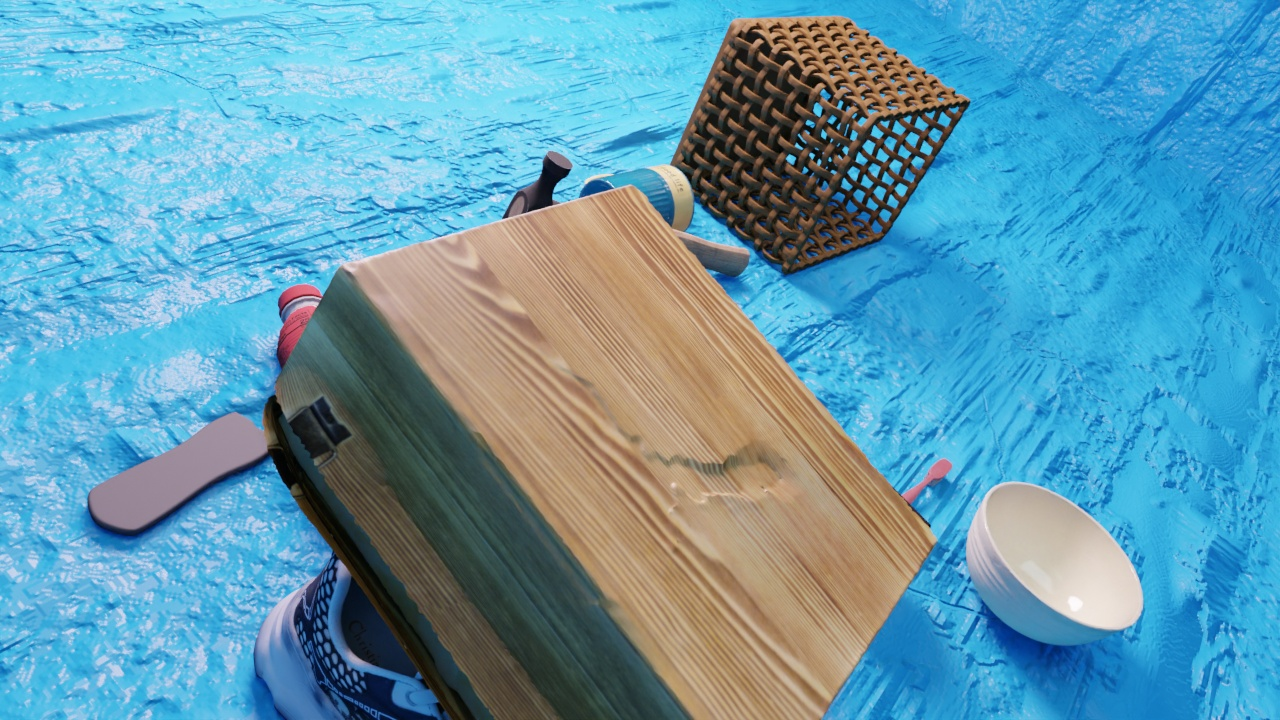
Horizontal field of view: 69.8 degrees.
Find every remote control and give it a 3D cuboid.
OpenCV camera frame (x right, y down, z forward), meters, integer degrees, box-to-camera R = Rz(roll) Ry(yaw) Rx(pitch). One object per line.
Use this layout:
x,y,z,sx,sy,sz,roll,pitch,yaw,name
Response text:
-0.308,0.076,0.619,0.046,0.009,0.124,35,39,12,remote control

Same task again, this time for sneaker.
-0.103,0.196,0.494,0.269,0.133,0.103,43,39,19,sneaker

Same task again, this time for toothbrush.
0.244,0.135,0.858,0.183,0.016,0.015,-25,60,-42,toothbrush

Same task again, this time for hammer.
-0.002,-0.122,0.955,0.304,0.133,0.040,7,40,-41,hammer

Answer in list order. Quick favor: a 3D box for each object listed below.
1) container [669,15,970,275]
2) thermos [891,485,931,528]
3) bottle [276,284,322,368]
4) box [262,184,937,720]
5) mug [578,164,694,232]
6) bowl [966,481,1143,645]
0.220,-0.280,1.156,0.250,0.220,0.214,-22,58,-44,container
0.143,0.096,0.785,0.085,0.086,0.198,-17,54,-41,thermos
-0.235,0.010,0.693,0.062,0.062,0.176,-7,48,-35,bottle
-0.021,0.075,0.482,0.279,0.168,0.244,52,35,8,box
-0.016,-0.176,1.024,0.107,0.083,0.113,-22,45,-39,mug
0.346,0.188,0.800,0.150,0.075,0.150,15,38,-13,bowl
